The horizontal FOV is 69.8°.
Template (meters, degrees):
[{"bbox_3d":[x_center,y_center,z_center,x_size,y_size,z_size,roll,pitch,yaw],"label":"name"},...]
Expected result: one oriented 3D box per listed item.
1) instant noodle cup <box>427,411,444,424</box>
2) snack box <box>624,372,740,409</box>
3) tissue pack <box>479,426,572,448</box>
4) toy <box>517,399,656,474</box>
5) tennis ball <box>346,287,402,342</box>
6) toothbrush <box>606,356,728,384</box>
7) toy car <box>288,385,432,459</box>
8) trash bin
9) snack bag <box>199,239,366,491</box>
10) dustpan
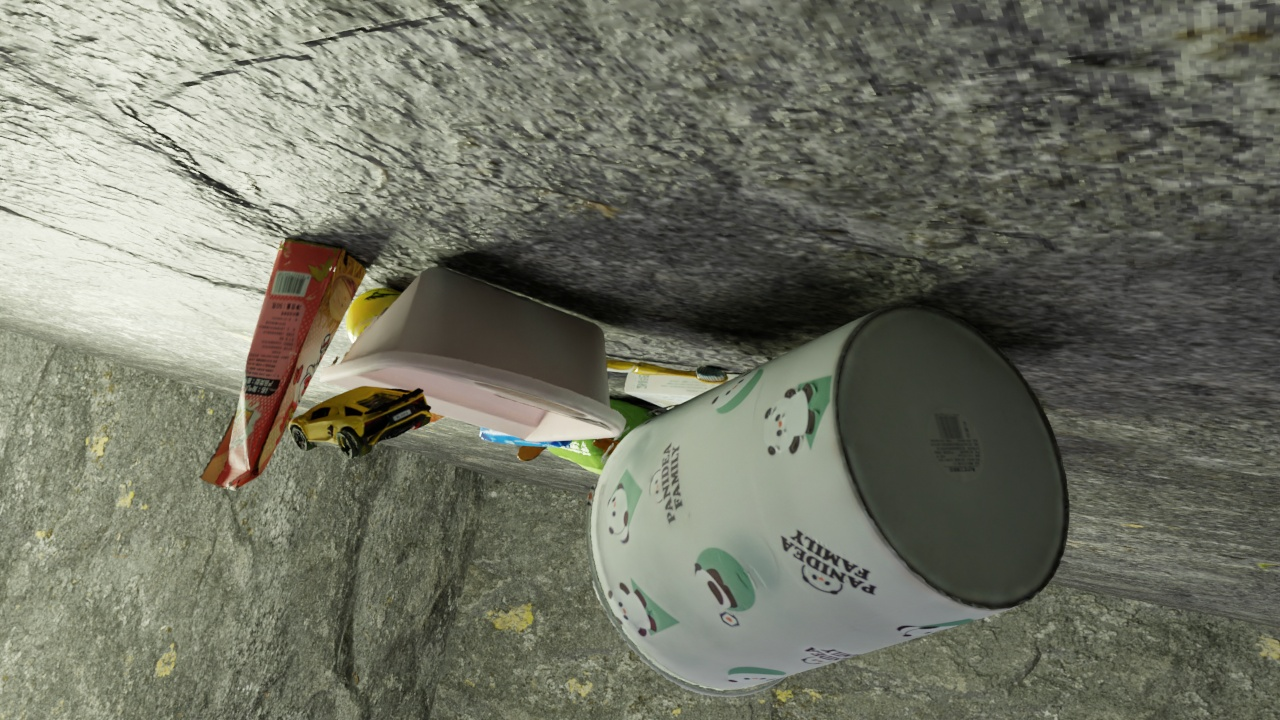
[{"bbox_3d":[-0.238,0.017,0.996,0.111,0.111,0.099,13,175,-1],"label":"instant noodle cup"},{"bbox_3d":[0.068,0.035,0.924,0.157,0.026,0.084,3,164,43],"label":"snack box"},{"bbox_3d":[-0.120,0.050,1.034,0.157,0.095,0.052,0,164,41],"label":"tissue pack"},{"bbox_3d":[-0.043,0.093,1.121,0.226,0.090,0.247,-5,-174,-32],"label":"toy"},{"bbox_3d":[-0.234,-0.034,0.838,0.065,0.065,0.065,13,168,3],"label":"tennis ball"},{"bbox_3d":[-0.005,0.005,0.893,0.192,0.016,0.018,7,156,26],"label":"toothbrush"},{"bbox_3d":[-0.231,0.046,0.737,0.156,0.041,0.071,-3,-162,45],"label":"toy car"},{"bbox_3d":[0.120,0.097,0.618,0.229,0.229,0.253,18,150,-24],"label":"trash bin"},{"bbox_3d":[-0.297,0.006,0.750,0.073,0.207,0.129,27,162,-32],"label":"snack bag"},{"bbox_3d":[-0.140,0.037,0.767,0.222,0.138,0.274,17,139,-25],"label":"dustpan"}]
